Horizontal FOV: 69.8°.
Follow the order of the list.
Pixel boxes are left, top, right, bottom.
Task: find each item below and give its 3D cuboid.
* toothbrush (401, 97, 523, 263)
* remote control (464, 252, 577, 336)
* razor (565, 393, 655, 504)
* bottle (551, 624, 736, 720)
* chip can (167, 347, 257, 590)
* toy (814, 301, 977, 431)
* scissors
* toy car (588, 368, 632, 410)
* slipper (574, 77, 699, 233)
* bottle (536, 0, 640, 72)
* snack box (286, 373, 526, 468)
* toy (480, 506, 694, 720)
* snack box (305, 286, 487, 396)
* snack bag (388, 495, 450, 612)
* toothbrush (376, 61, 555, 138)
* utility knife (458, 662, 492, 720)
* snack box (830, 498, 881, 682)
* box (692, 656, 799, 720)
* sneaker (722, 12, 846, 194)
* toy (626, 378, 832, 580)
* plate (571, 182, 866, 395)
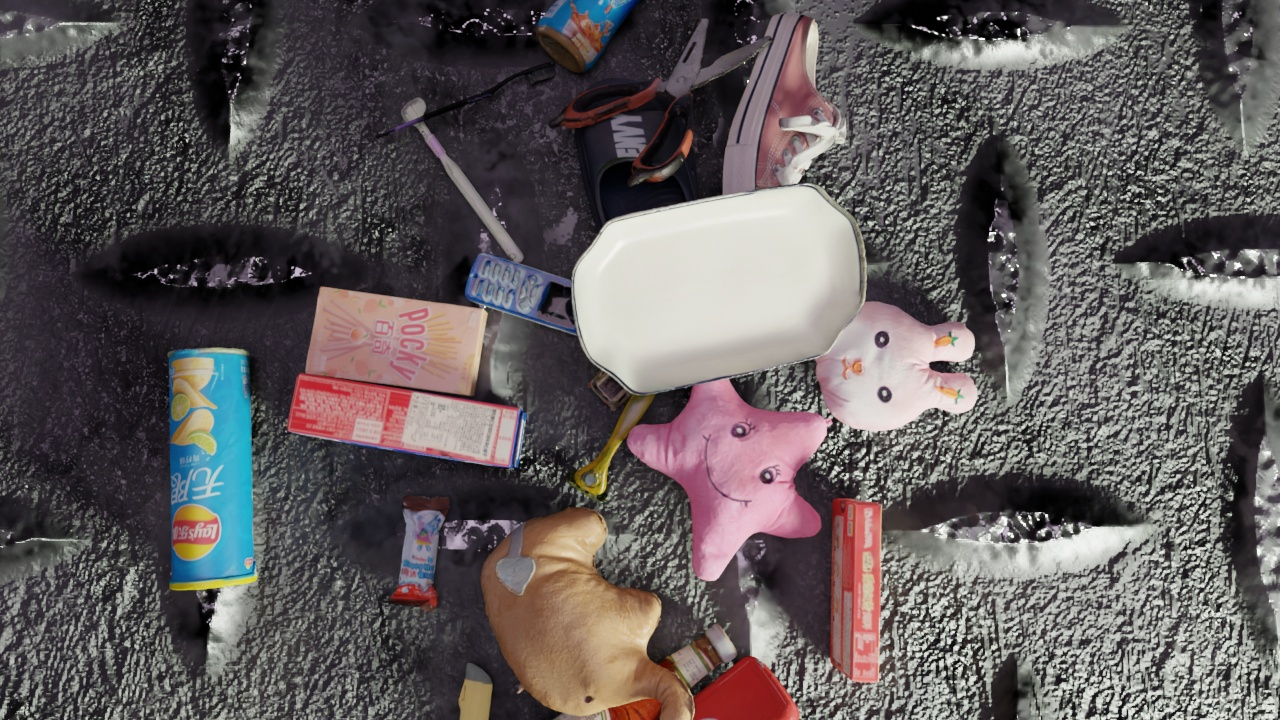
[{"bbox_3d":[-0.170,-0.171,0.886,0.029,0.020,0.189,-37,86,26],"label":"toothbrush"},{"bbox_3d":[-0.102,-0.062,0.872,0.125,0.024,0.049,18,84,0],"label":"remote control"},{"bbox_3d":[-0.019,0.067,0.846,0.043,0.028,0.132,33,96,6],"label":"razor"},{"bbox_3d":[-0.006,0.307,0.818,0.206,0.060,0.060,-32,85,-8],"label":"bottle"},{"bbox_3d":[-0.387,0.096,0.829,0.071,0.071,0.210,-4,84,-1],"label":"chip can"},{"bbox_3d":[0.241,0.004,0.857,0.159,0.054,0.121,-2,84,-9],"label":"toy"},{"bbox_3d":[0.025,-0.237,0.828,0.225,0.015,0.188,-21,52,1],"label":"scissors"},{"bbox_3d":[-0.005,0.005,0.861,0.090,0.035,0.042,-43,88,-8],"label":"toy car"},{"bbox_3d":[0.008,-0.152,0.848,0.110,0.083,0.268,-11,78,-4],"label":"slipper"},{"bbox_3d":[-0.014,-0.380,0.887,0.065,0.065,0.218,36,84,3],"label":"bottle"},{"bbox_3d":[-0.210,0.058,0.842,0.207,0.057,0.058,9,81,1],"label":"snack box"},{"bbox_3d":[-0.049,0.240,0.798,0.143,0.082,0.226,-37,73,2],"label":"toy"},{"bbox_3d":[-0.229,-0.018,0.865,0.157,0.026,0.084,8,84,1],"label":"snack box"},{"bbox_3d":[-0.203,0.177,0.845,0.045,0.026,0.105,5,82,3],"label":"snack bag"},{"bbox_3d":[-0.166,-0.249,0.885,0.188,0.014,0.017,-26,100,-12],"label":"toothbrush"},{"bbox_3d":[-0.159,0.366,0.828,0.031,0.019,0.178,8,78,4],"label":"utility knife"},{"bbox_3d":[0.192,0.202,0.821,0.025,0.075,0.153,3,84,-2],"label":"snack box"},{"bbox_3d":[0.062,0.369,0.821,0.201,0.100,0.094,-38,45,-3],"label":"box"},{"bbox_3d":[0.140,-0.212,0.853,0.088,0.118,0.240,12,78,21],"label":"sneaker"},{"bbox_3d":[0.090,0.083,0.833,0.178,0.075,0.194,-25,85,-9],"label":"toy"},{"bbox_3d":[0.069,-0.065,0.807,0.265,0.034,0.162,-13,107,-9],"label":"plate"}]
